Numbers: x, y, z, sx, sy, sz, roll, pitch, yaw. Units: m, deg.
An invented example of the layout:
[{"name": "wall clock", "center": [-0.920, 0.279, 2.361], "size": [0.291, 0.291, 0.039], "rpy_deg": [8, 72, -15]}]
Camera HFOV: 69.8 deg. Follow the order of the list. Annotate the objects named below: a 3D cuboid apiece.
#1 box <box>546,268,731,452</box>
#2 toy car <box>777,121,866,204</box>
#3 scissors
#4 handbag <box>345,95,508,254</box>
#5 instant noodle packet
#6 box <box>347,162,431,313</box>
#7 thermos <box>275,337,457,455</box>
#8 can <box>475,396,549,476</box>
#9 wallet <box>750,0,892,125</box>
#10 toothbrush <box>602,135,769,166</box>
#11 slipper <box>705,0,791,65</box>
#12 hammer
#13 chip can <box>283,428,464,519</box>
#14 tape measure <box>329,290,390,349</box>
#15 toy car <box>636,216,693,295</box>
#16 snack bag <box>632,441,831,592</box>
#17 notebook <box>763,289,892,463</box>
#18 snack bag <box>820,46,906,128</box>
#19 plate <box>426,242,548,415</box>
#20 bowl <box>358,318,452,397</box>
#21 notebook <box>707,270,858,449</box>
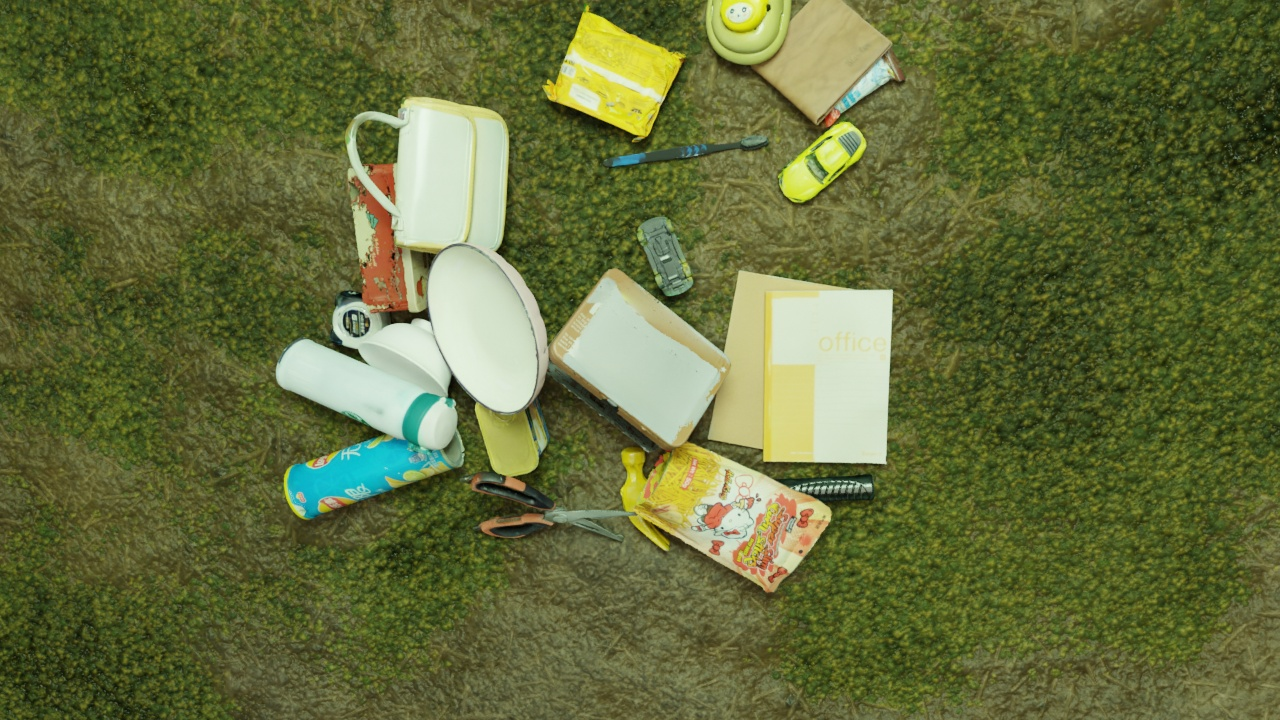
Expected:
[{"name": "box", "center": [-0.006, 0.006, 1.015], "size": [0.182, 0.166, 0.150], "rpy_deg": [38, 104, -3]}, {"name": "toy car", "center": [0.200, -0.217, 1.013], "size": [0.105, 0.032, 0.048], "rpy_deg": [-39, 96, 14]}, {"name": "scissors", "center": [-0.116, 0.181, 1.102], "size": [0.225, 0.015, 0.189], "rpy_deg": [-10, 140, 19]}, {"name": "handbag", "center": [-0.229, -0.198, 0.986], "size": [0.063, 0.178, 0.163], "rpy_deg": [8, 95, 49]}, {"name": "instant noodle packet", "center": [-0.030, -0.314, 1.010], "size": [0.128, 0.044, 0.111], "rpy_deg": [25, 97, -4]}, {"name": "box", "center": [-0.291, -0.140, 1.052], "size": [0.078, 0.091, 0.168], "rpy_deg": [-3, 102, 4]}, {"name": "thermos", "center": [-0.319, 0.044, 1.076], "size": [0.224, 0.073, 0.073], "rpy_deg": [21, 104, 18]}, {"name": "can", "center": [-0.149, 0.076, 1.089], "size": [0.057, 0.083, 0.102], "rpy_deg": [-13, 100, 8]}, {"name": "wallet", "center": [0.193, -0.327, 0.982], "size": [0.101, 0.020, 0.115], "rpy_deg": [45, 100, 14]}, {"name": "toothbrush", "center": [0.050, -0.235, 1.034], "size": [0.190, 0.016, 0.014], "rpy_deg": [-6, 94, 8]}, {"name": "slipper", "center": [0.111, -0.409, 0.951], "size": [0.092, 0.081, 0.190], "rpy_deg": [12, 100, 20]}, {"name": "hammer", "center": [0.126, 0.161, 1.105], "size": [0.301, 0.032, 0.129], "rpy_deg": [-4, 102, 7]}, {"name": "chip can", "center": [-0.326, 0.131, 1.126], "size": [0.210, 0.071, 0.071], "rpy_deg": [-19, 100, 10]}, {"name": "tape measure", "center": [-0.337, -0.046, 1.107], "size": [0.066, 0.033, 0.066], "rpy_deg": [17, 105, 4]}, {"name": "toy car", "center": [0.029, -0.120, 1.050], "size": [0.043, 0.036, 0.091], "rpy_deg": [-21, 101, 11]}, {"name": "snack bag", "center": [0.105, 0.179, 1.069], "size": [0.208, 0.073, 0.129], "rpy_deg": [29, 103, -8]}, {"name": "notebook", "center": [0.216, 0.020, 1.066], "size": [0.146, 0.010, 0.206], "rpy_deg": [1, 103, 5]}, {"name": "snack bag", "center": [0.233, -0.298, 0.993], "size": [0.104, 0.026, 0.048], "rpy_deg": [-29, 94, 12]}, {"name": "plate", "center": [-0.159, -0.037, 0.988], "size": [0.192, 0.038, 0.193], "rpy_deg": [24, 126, 38]}, {"name": "bowl", "center": [-0.264, -0.010, 1.084], "size": [0.118, 0.118, 0.064], "rpy_deg": [29, 66, -1]}, {"name": "notebook", "center": [0.169, 0.008, 1.078], "size": [0.148, 0.008, 0.208], "rpy_deg": [10, 104, 4]}]
